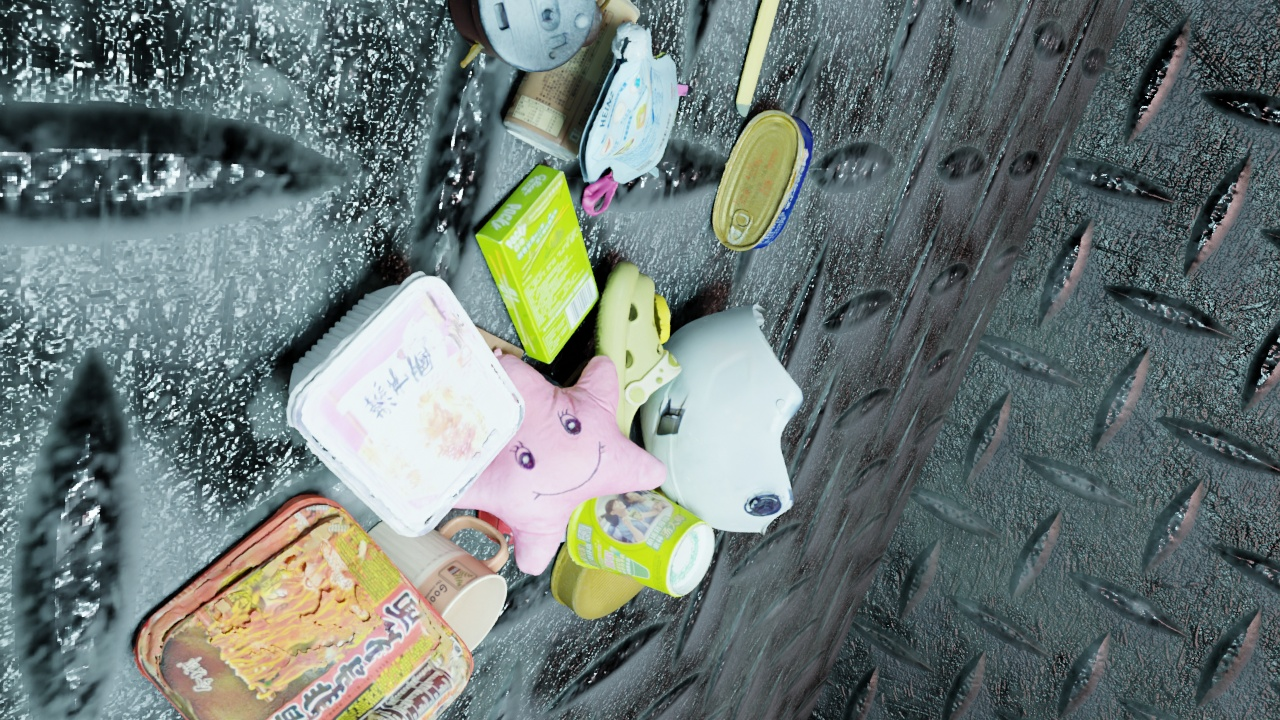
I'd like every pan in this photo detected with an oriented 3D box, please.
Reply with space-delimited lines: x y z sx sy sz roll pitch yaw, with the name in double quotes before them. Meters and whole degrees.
"pan" 0.021 0.165 1.142 0.356 0.078 0.198 -42 149 -20

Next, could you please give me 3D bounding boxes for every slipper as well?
"slipper" -0.005 0.005 0.852 0.091 0.081 0.190 -155 -110 -80

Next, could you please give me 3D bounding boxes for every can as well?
"can" 0.129 -0.187 0.963 0.049 0.075 0.148 -14 128 -59
"can" -0.049 -0.207 0.657 0.058 0.058 0.116 15 102 -62

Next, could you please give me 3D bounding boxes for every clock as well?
"clock" -0.065 -0.232 0.583 0.121 0.055 0.082 -30 126 -25

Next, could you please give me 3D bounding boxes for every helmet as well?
"helmet" 0.073 0.071 0.994 0.228 0.146 0.259 -98 -171 -53

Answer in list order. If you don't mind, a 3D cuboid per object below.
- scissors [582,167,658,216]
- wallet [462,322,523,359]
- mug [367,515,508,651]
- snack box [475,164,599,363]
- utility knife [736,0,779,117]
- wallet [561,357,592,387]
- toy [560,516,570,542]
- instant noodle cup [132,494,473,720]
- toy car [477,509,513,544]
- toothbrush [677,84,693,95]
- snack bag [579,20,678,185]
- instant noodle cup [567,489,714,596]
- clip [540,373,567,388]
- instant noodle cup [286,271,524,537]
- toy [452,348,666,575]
"scissors" -0.012 -0.175 0.800 0.131 0.017 0.133 -65 156 3
"wallet" -0.149 0.029 0.754 0.115 0.020 0.101 -63 152 -3
"mug" -0.167 0.176 0.763 0.114 0.106 0.082 -45 148 -29
"snack box" -0.080 -0.076 0.756 0.085 0.026 0.156 -55 153 -25
"utility knife" 0.121 -0.325 0.880 0.030 0.020 0.188 -30 146 -52
"wallet" -0.056 0.061 0.928 0.090 0.033 0.115 -48 147 -21
"toy" -0.066 0.152 0.977 0.107 0.039 0.084 -30 111 -47
"instant noodle cup" -0.236 0.210 0.651 0.164 0.189 0.079 -41 -178 -31
"toy car" -0.121 0.117 0.845 0.045 0.053 0.121 -23 135 -47
"toothbrush" -0.002 -0.227 0.766 0.188 0.018 0.014 -21 131 -53
"snack bag" -0.007 -0.181 0.673 0.110 0.039 0.190 -62 175 13
"instant noodle cup" 0.006 0.184 0.946 0.111 0.123 0.112 -27 126 -44
"clip" -0.074 0.033 0.857 0.058 0.045 0.027 23 85 -38
"instant noodle cup" -0.170 0.029 0.651 0.137 0.060 0.173 -50 140 -21
"toy" -0.087 0.074 0.765 0.194 0.178 0.075 -31 -173 -19
